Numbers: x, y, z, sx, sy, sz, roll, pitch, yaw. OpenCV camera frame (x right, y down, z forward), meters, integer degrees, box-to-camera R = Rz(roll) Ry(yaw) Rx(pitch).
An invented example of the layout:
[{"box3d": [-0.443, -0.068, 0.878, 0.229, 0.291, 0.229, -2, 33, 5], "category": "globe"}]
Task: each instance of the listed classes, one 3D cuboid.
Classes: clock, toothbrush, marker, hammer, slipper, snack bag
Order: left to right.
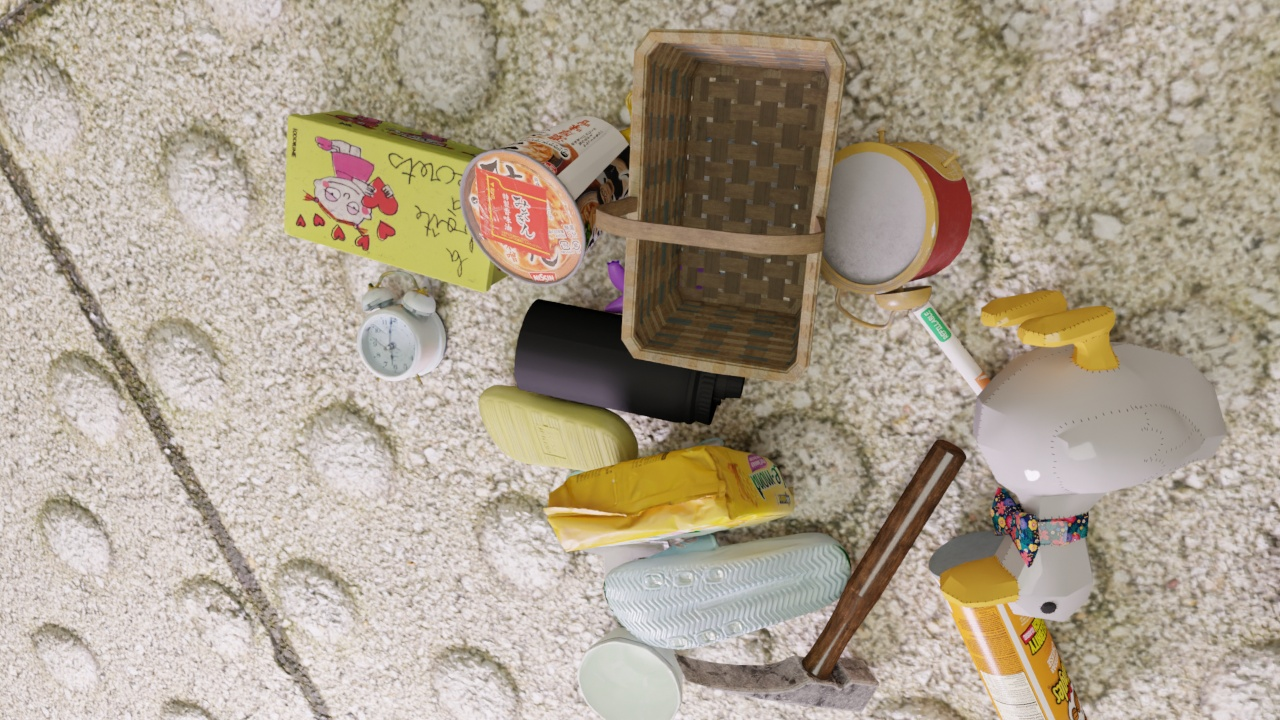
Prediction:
[{"box3d": [-0.247, -0.034, 0.946, 0.083, 0.057, 0.118, 4, 103, 17], "category": "clock"}, {"box3d": [-0.075, 0.054, 0.902, 0.191, 0.081, 0.092, 9, 134, 34], "category": "slipper"}, {"box3d": [0.000, 0.105, 0.936, 0.181, 0.016, 0.016, -16, 105, 24], "category": "toothbrush"}, {"box3d": [0.035, 0.122, 0.820, 0.160, 0.247, 0.068, -13, 77, 20], "category": "snack bag"}, {"box3d": [0.086, 0.220, 0.921, 0.245, 0.074, 0.104, -13, 111, 6], "category": "slipper"}, {"box3d": [0.185, 0.195, 0.849, 0.217, 0.037, 0.301, 17, 109, -26], "category": "hammer"}, {"box3d": [0.202, -0.102, 0.746, 0.117, 0.081, 0.159, 31, 123, 38], "category": "clock"}, {"box3d": [0.288, 0.010, 0.801, 0.017, 0.017, 0.145, -37, 95, 26], "category": "marker"}]

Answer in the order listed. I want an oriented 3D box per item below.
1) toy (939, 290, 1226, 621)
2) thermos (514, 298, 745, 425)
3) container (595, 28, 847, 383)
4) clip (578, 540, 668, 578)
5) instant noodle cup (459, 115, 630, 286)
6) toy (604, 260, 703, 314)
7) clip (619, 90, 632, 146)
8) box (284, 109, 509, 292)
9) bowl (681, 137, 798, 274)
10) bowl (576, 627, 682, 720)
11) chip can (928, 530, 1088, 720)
[{"box3d": [0.346, 0.079, 0.734, 0.247, 0.140, 0.268, -15, 104, 1], "category": "toy"}, {"box3d": [-0.005, 0.005, 0.827, 0.199, 0.086, 0.086, 12, 113, 10], "category": "thermos"}, {"box3d": [0.062, -0.108, 0.668, 0.158, 0.186, 0.250, 9, 112, 16], "category": "container"}, {"box3d": [-0.017, 0.215, 0.985, 0.102, 0.046, 0.056, 0, 105, 20], "category": "clip"}, {"box3d": [-0.069, -0.148, 0.793, 0.124, 0.121, 0.124, 19, 133, 22], "category": "instant noodle cup"}, {"box3d": [0.014, -0.071, 0.843, 0.106, 0.056, 0.088, 13, 115, -23], "category": "toy"}, {"box3d": [0.002, -0.215, 0.816, 0.054, 0.044, 0.049, -8, 71, 22], "category": "clip"}, {"box3d": [-0.223, -0.156, 0.879, 0.221, 0.081, 0.125, 20, 114, 12], "category": "box"}, {"box3d": [0.082, -0.138, 0.791, 0.118, 0.062, 0.118, 6, 111, 17], "category": "bowl"}, {"box3d": [-0.004, 0.338, 0.998, 0.117, 0.061, 0.117, 6, 111, 17], "category": "bowl"}, {"box3d": [0.344, 0.269, 0.846, 0.075, 0.075, 0.215, -22, 101, 24], "category": "chip can"}]
